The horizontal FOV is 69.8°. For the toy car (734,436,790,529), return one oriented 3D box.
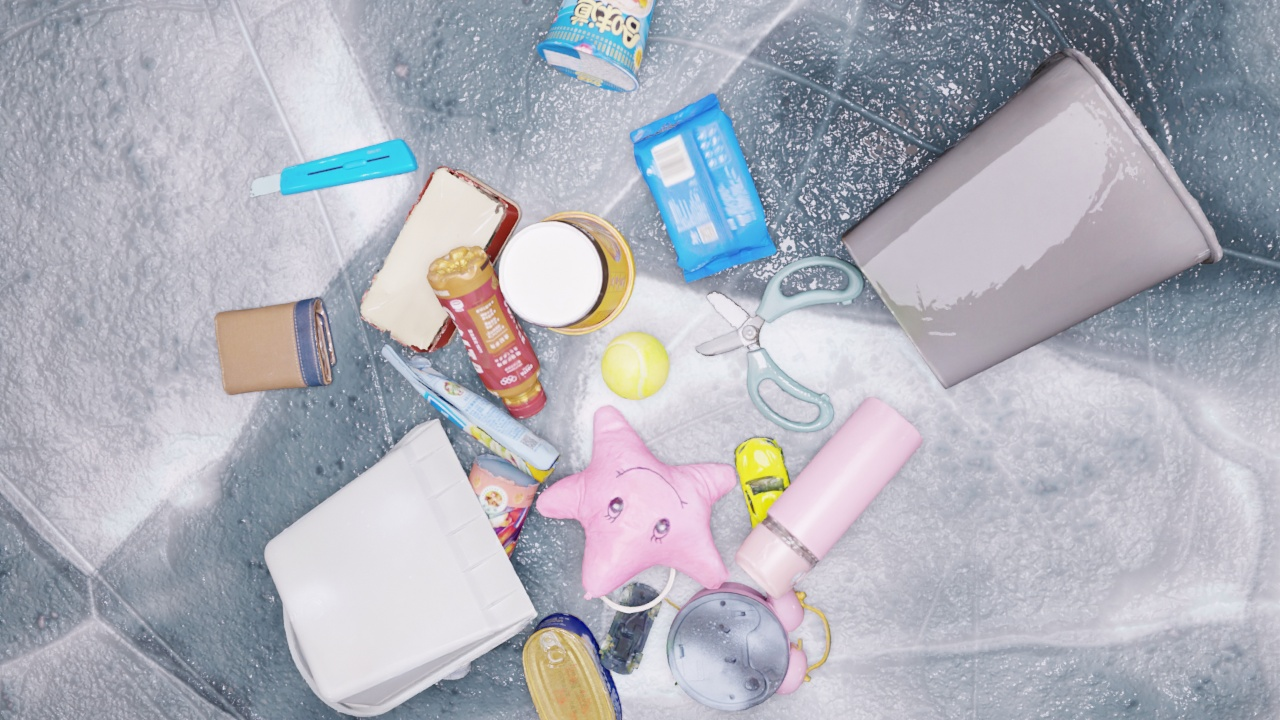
[{"bbox_3d":[0.122,0.126,0.884,0.048,0.032,0.105,-15,93,9],"label":"toy car"}]

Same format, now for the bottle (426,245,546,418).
[{"bbox_3d":[-0.137,-0.021,0.855,0.057,0.057,0.175,-16,125,9],"label":"bottle"}]

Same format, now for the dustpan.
[{"bbox_3d":[-0.253,0.226,0.910,0.257,0.143,0.222,-29,72,-7],"label":"dustpan"}]

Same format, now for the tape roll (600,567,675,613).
[{"bbox_3d":[-0.009,0.204,0.905,0.086,0.014,0.085,0,77,1],"label":"tape roll"}]

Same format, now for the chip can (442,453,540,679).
[{"bbox_3d":[-0.168,0.203,0.912,0.071,0.071,0.215,22,98,4],"label":"chip can"}]

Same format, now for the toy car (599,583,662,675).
[{"bbox_3d":[-0.009,0.267,0.917,0.043,0.034,0.090,19,84,9],"label":"toy car"}]

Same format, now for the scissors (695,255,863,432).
[{"bbox_3d":[0.148,-0.027,0.871,0.179,0.019,0.170,-44,88,11],"label":"scissors"}]

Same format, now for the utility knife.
[{"bbox_3d":[-0.309,-0.187,0.912,0.179,0.018,0.034,-10,96,10],"label":"utility knife"}]

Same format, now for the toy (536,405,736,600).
[{"bbox_3d":[0.002,0.152,0.870,0.194,0.075,0.178,29,71,4],"label":"toy"}]

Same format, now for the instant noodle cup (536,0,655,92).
[{"bbox_3d":[-0.029,-0.314,0.827,0.099,0.099,0.110,20,90,5],"label":"instant noodle cup"}]

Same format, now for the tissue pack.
[{"bbox_3d":[0.058,-0.157,0.850,0.095,0.052,0.157,-21,93,11],"label":"tissue pack"}]

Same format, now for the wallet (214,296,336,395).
[{"bbox_3d":[-0.372,-0.013,0.934,0.115,0.033,0.090,-7,93,9],"label":"wallet"}]

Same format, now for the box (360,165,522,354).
[{"bbox_3d":[-0.195,-0.096,0.877,0.091,0.077,0.168,31,99,2],"label":"box"}]

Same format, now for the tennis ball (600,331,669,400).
[{"bbox_3d":[-0.005,0.005,0.870,0.065,0.065,0.065,1,96,7],"label":"tennis ball"}]

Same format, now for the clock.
[{"bbox_3d":[0.105,0.271,0.890,0.158,0.059,0.117,-5,95,9],"label":"clock"}]

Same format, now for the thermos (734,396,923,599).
[{"bbox_3d":[0.173,0.131,0.847,0.067,0.087,0.198,38,86,33],"label":"thermos"}]

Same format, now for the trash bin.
[{"bbox_3d":[0.300,-0.106,0.762,0.220,0.198,0.198,-34,90,16],"label":"trash bin"}]

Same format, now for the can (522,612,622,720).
[{"bbox_3d":[-0.066,0.329,0.923,0.075,0.049,0.148,-21,93,9],"label":"can"}]

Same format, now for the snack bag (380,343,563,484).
[{"bbox_3d":[-0.160,0.048,0.874,0.191,0.110,0.039,35,93,2],"label":"snack bag"}]

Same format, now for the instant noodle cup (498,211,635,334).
[{"bbox_3d":[-0.070,-0.079,0.844,0.118,0.114,0.118,1,97,8],"label":"instant noodle cup"}]
